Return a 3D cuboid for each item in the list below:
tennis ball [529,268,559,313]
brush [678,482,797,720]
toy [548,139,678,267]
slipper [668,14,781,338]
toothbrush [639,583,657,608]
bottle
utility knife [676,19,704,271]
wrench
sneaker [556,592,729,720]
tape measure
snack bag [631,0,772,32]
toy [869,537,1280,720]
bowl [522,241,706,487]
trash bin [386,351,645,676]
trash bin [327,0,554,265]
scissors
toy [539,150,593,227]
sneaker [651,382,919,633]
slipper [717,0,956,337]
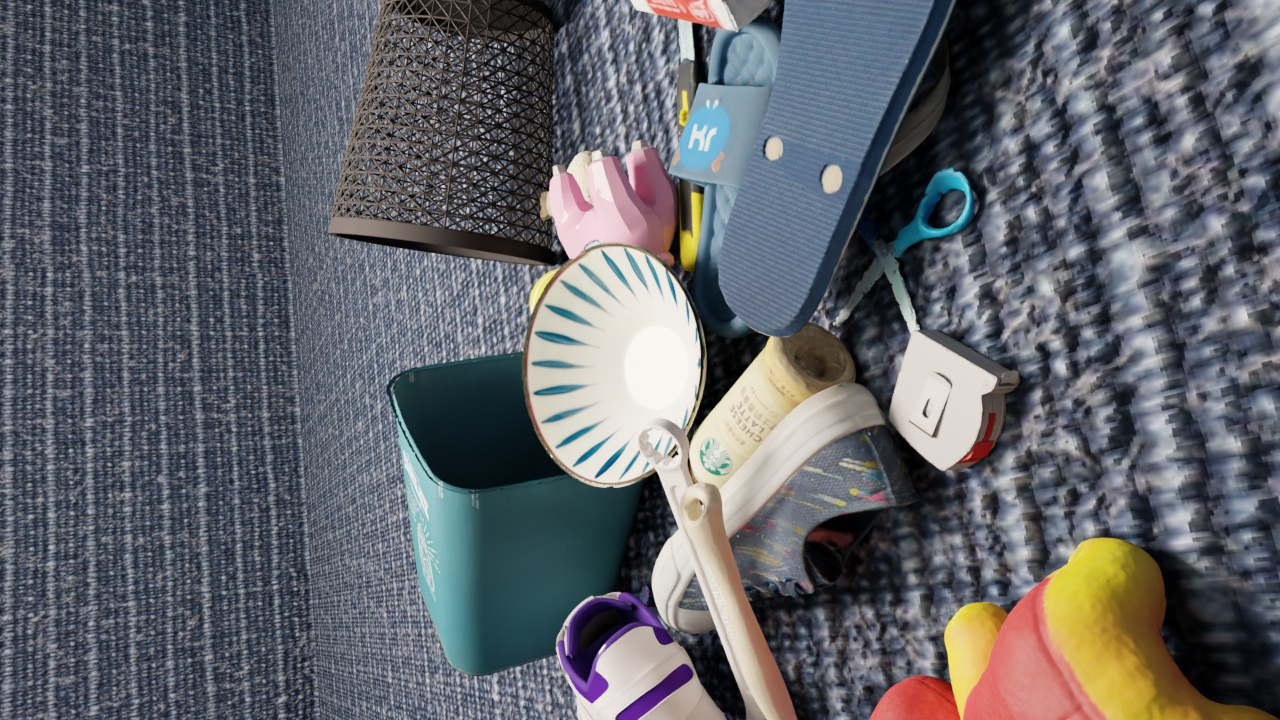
[{"bbox_3d":[-0.068,-0.052,0.837,0.065,0.065,0.065,5,96,61],"label":"tennis ball"},{"bbox_3d":[0.071,0.192,0.533,0.062,0.077,0.272,-3,110,42],"label":"brush"},{"bbox_3d":[-0.017,-0.087,0.731,0.123,0.067,0.157,1,109,54],"label":"toy"},{"bbox_3d":[0.061,-0.119,0.607,0.104,0.059,0.214,21,111,57],"label":"slipper"},{"bbox_3d":[0.033,0.131,0.712,0.016,0.017,0.190,58,139,42],"label":"toothbrush"},{"bbox_3d":[0.073,0.044,0.594,0.162,0.056,0.056,-57,44,46],"label":"bottle"},{"bbox_3d":[0.038,-0.167,0.689,0.029,0.020,0.203,-9,82,59],"label":"utility knife"},{"bbox_3d":[0.051,0.153,0.560,0.047,0.009,0.273,-4,117,35],"label":"wrench"},{"bbox_3d":[-0.021,0.221,0.671,0.111,0.091,0.245,58,163,-2],"label":"sneaker"},{"bbox_3d":[0.158,0.021,0.475,0.060,0.020,0.062,44,128,52],"label":"tape measure"},{"bbox_3d":[0.048,-0.256,0.598,0.077,0.036,0.116,-46,42,-7],"label":"snack bag"},{"bbox_3d":[0.164,0.184,0.403,0.217,0.098,0.147,-62,33,35],"label":"toy"},{"bbox_3d":[-0.004,0.004,0.686,0.178,0.070,0.177,-2,86,41],"label":"bowl"},{"bbox_3d":[-0.109,0.134,0.809,0.196,0.198,0.219,47,138,50],"label":"trash bin"},{"bbox_3d":[-0.182,-0.230,0.905,0.217,0.216,0.243,13,96,61],"label":"trash bin"},{"bbox_3d":[0.138,-0.068,0.520,0.133,0.014,0.128,62,146,33],"label":"scissors"},{"bbox_3d":[-0.052,-0.143,0.820,0.112,0.050,0.087,-168,83,-69],"label":"toy"},{"bbox_3d":[0.081,0.117,0.561,0.079,0.087,0.236,61,138,31],"label":"sneaker"},{"bbox_3d":[0.119,-0.151,0.500,0.118,0.060,0.295,40,121,50],"label":"slipper"}]
